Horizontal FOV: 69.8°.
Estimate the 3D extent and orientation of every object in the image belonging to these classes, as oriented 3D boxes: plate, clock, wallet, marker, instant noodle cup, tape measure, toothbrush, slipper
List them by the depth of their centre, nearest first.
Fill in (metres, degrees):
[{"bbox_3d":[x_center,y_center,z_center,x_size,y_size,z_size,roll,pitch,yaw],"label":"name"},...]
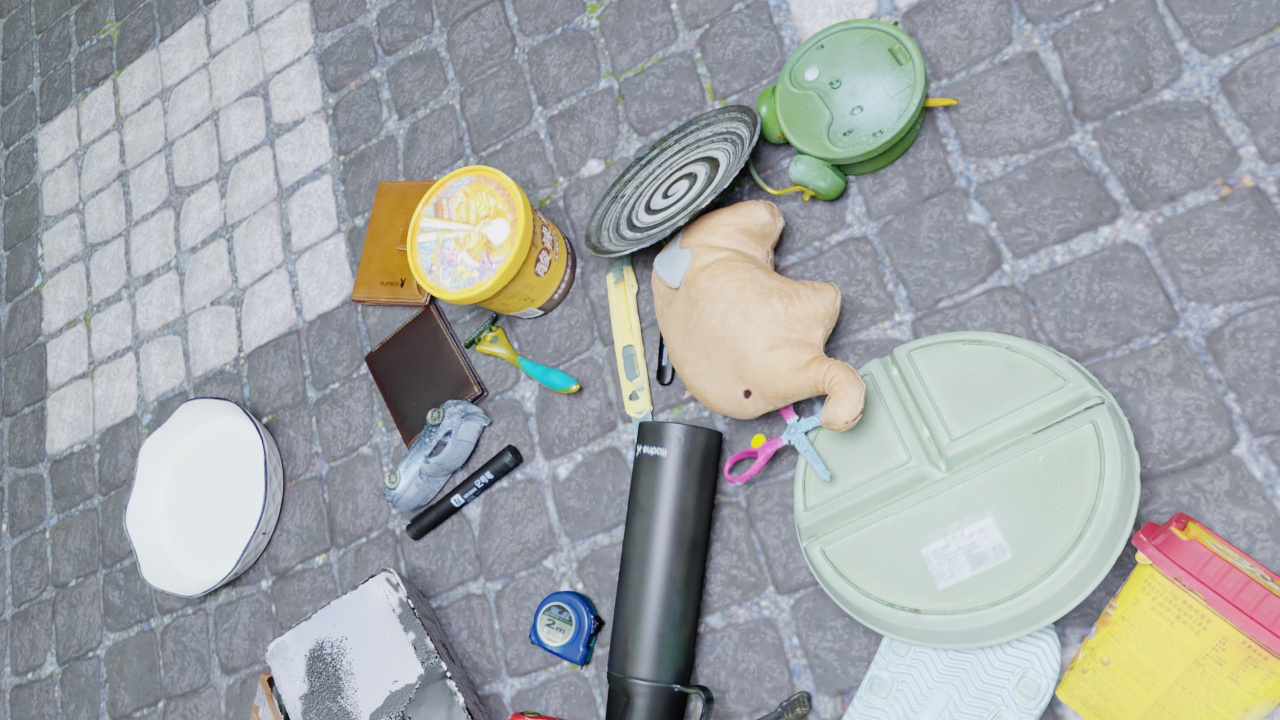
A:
[{"bbox_3d":[0.318,0.169,0.536,0.116,0.116,0.124,40,108,28],"label":"instant noodle cup"},{"bbox_3d":[0.184,0.245,0.594,0.104,0.074,0.245,30,75,35],"label":"slipper"},{"bbox_3d":[0.205,0.076,0.618,0.231,0.027,0.229,-21,50,27],"label":"plate"},{"bbox_3d":[0.038,0.302,0.684,0.213,0.027,0.026,-35,102,15],"label":"toothbrush"},{"bbox_3d":[0.156,-0.195,0.732,0.161,0.056,0.116,-33,65,16],"label":"clock"},{"bbox_3d":[-0.060,0.218,0.755,0.058,0.025,0.054,17,83,25],"label":"tape measure"},{"bbox_3d":[0.028,-0.144,0.762,0.180,0.024,0.179,-31,31,21],"label":"plate"},{"bbox_3d":[0.026,-0.040,0.782,0.018,0.015,0.123,0,79,31],"label":"marker"},{"bbox_3d":[-0.124,-0.095,0.814,0.119,0.114,0.118,-7,74,25],"label":"instant noodle cup"},{"bbox_3d":[-0.161,0.120,0.834,0.132,0.020,0.022,-38,35,15],"label":"marker"},{"bbox_3d":[-0.210,0.014,0.885,0.096,0.020,0.122,-38,63,8],"label":"wallet"},{"bbox_3d":[-0.231,-0.118,0.921,0.119,0.035,0.130,3,77,34],"label":"wallet"},{"bbox_3d":[-0.452,0.142,0.959,0.205,0.045,0.204,-7,74,24],"label":"plate"}]

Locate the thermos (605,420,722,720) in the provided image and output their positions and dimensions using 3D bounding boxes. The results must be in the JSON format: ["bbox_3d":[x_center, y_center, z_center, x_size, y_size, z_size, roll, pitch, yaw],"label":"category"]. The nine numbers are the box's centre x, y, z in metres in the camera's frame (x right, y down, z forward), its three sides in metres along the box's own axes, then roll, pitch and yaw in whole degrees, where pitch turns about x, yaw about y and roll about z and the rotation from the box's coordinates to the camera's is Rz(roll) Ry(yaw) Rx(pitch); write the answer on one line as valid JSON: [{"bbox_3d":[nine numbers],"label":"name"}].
[{"bbox_3d":[0.026,0.171,0.700,0.090,0.068,0.242,0,79,34],"label":"thermos"}]

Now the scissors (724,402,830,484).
[{"bbox_3d":[0.112,0.048,0.690,0.134,0.017,0.131,-30,39,40],"label":"scissors"}]

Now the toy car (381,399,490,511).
[{"bbox_3d":[-0.185,0.088,0.833,0.037,0.054,0.121,42,98,30],"label":"toy car"}]

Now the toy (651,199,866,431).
[{"bbox_3d":[0.086,-0.019,0.700,0.144,0.082,0.226,-45,55,25],"label":"toy"}]

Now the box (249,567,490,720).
[{"bbox_3d":[-0.252,0.322,0.777,0.272,0.132,0.179,-46,62,15],"label":"box"}]

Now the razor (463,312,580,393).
[{"bbox_3d":[-0.102,0.001,0.828,0.133,0.028,0.043,28,59,32],"label":"razor"}]

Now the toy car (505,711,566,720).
[{"bbox_3d":[-0.065,0.311,0.732,0.106,0.031,0.049,0,78,24],"label":"toy car"}]

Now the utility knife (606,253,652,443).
[{"bbox_3d":[-0.005,0.005,0.790,0.031,0.021,0.208,-19,74,28],"label":"utility knife"}]
